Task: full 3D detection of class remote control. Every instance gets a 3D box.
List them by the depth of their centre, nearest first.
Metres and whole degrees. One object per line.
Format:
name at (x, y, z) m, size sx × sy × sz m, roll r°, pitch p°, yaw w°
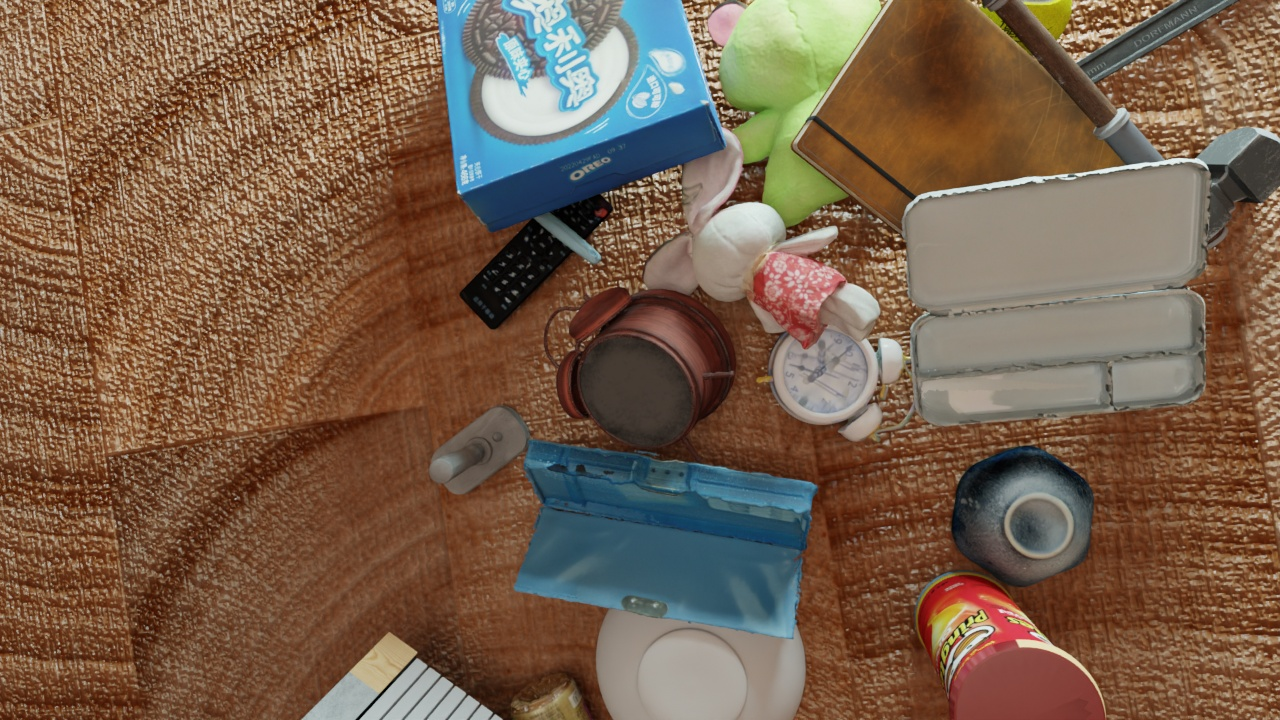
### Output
remote control at (-0.090, -0.094, 0.799) m, size 0.150 × 0.022 × 0.047 m, roll -44°, pitch 82°, yaw 6°

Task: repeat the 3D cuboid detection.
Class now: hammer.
hammer at (0.316, -0.198, 0.663) m, size 0.322 × 0.043 × 0.156 m, roll 42°, pitch 97°, yaw -11°

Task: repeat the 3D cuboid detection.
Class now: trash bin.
trash bin at (-0.158, 0.368, 0.715) m, size 0.247 × 0.142 × 0.143 m, roll 31°, pitch 126°, yaw 11°

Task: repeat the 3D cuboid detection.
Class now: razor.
razor at (-0.146, 0.082, 0.759) m, size 0.088 × 0.116 × 0.047 m, roll -37°, pitch 89°, yaw 8°

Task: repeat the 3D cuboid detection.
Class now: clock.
clock at (-0.004, 0.005, 0.732) m, size 0.158 × 0.072 × 0.121 m, roll 26°, pitch 124°, yaw 12°
clock at (0.161, 0.014, 0.738) m, size 0.125 × 0.052 × 0.089 m, roll 21°, pitch 92°, yaw 7°

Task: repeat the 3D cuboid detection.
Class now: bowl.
bowl at (0.301, 0.124, 0.709) m, size 0.110 × 0.055 × 0.110 m, roll 0°, pitch 90°, yaw 10°
bowl at (0.045, 0.255, 0.749) m, size 0.177 × 0.066 × 0.176 m, roll 0°, pitch 90°, yaw 10°

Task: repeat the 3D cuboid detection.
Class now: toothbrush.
toothbrush at (-0.094, -0.130, 0.781) m, size 0.155 × 0.016 × 0.022 m, roll 39°, pitch 61°, yaw 10°

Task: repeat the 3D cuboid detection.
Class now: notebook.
notebook at (0.248, -0.147, 0.688) m, size 0.249 × 0.014 × 0.178 m, roll 34°, pitch 91°, yaw -16°

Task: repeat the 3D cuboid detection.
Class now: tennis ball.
tennis ball at (0.295, -0.268, 0.705) m, size 0.065 × 0.065 × 0.065 m, roll 0°, pitch 90°, yaw 10°

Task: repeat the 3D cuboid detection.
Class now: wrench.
wrench at (0.368, -0.237, 0.717) m, size 0.273 × 0.018 × 0.073 m, roll -31°, pitch 87°, yaw 7°

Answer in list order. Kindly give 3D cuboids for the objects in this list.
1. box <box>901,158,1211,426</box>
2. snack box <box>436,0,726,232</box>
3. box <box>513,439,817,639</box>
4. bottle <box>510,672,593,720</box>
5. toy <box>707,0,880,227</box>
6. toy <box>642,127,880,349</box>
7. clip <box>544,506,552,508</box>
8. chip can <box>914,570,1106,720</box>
box at (0.302, -0.044, 0.674) m, size 0.210 × 0.045 × 0.191 m, roll -8°, pitch 109°, yaw 12°
snack box at (-0.055, -0.234, 0.726) m, size 0.196 × 0.056 × 0.238 m, roll -18°, pitch 59°, yaw 10°
box at (0.015, 0.142, 0.723) m, size 0.232 × 0.094 × 0.111 m, roll 8°, pitch 58°, yaw 10°
bottle at (-0.051, 0.349, 0.772) m, size 0.060 × 0.059 × 0.166 m, roll -24°, pitch 94°, yaw 9°
toy at (0.131, -0.213, 0.720) m, size 0.150 × 0.107 × 0.197 m, roll -17°, pitch 97°, yaw 9°
toy at (0.092, -0.076, 0.703) m, size 0.194 × 0.084 × 0.159 m, roll 32°, pitch 126°, yaw 24°
clip at (-0.075, 0.150, 0.799) m, size 0.043 × 0.014 × 0.051 m, roll 0°, pitch 87°, yaw 8°
chip can at (0.245, 0.209, 0.638) m, size 0.087 × 0.213 × 0.087 m, roll 0°, pitch 90°, yaw 10°
